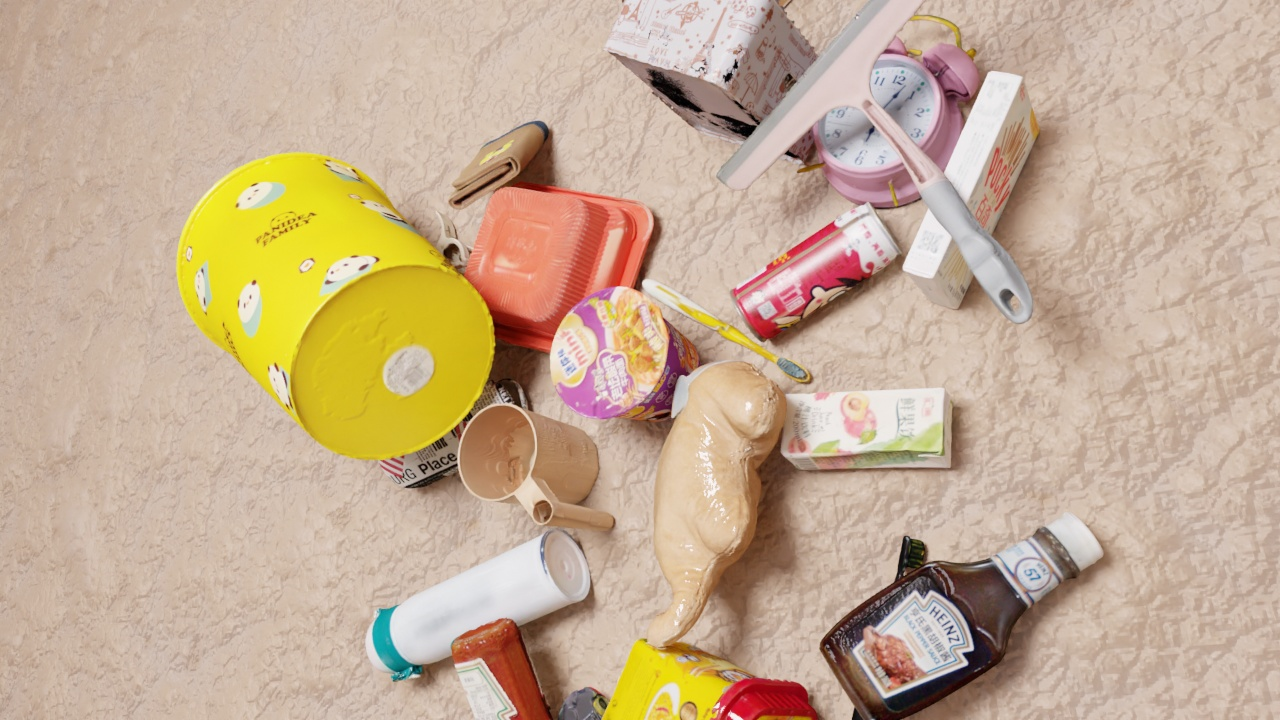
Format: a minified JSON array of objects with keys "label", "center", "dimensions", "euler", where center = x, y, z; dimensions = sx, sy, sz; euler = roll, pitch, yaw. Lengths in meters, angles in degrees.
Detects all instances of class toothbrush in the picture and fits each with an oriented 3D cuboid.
[{"label":"toothbrush","center":[0.174,0.232,0.667],"dimensions":[0.027,0.026,0.212],"euler":[16,83,-3]},{"label":"toothbrush","center":[0.069,-0.029,0.798],"dimensions":[0.191,0.018,0.016],"euler":[33,93,32]}]

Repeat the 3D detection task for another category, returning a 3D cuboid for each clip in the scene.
[{"label":"clip","center":[-0.198,-0.118,0.971],"dimensions":[0.097,0.034,0.061],"euler":[35,97,41]}]

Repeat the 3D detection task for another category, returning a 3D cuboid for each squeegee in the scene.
[{"label":"squeegee","center":[0.197,-0.124,0.636],"dimensions":[0.248,0.040,0.249],"euler":[-45,61,34]}]

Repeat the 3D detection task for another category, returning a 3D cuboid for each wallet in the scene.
[{"label":"wallet","center":[-0.142,-0.197,0.918],"dimensions":[0.090,0.033,0.115],"euler":[-25,25,23]}]

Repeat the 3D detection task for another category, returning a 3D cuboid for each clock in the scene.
[{"label":"clock","center":[0.204,-0.205,0.741],"dimensions":[0.117,0.059,0.158],"euler":[26,89,32]}]

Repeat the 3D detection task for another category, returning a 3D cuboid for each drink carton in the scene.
[{"label":"drink carton","center":[0.173,0.053,0.700],"dimensions":[0.123,0.045,0.053],"euler":[-4,64,28]}]

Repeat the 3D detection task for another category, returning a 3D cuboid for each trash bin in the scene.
[{"label":"trash bin","center":[-0.275,-0.049,0.850],"dimensions":[0.255,0.229,0.229],"euler":[34,95,44]}]

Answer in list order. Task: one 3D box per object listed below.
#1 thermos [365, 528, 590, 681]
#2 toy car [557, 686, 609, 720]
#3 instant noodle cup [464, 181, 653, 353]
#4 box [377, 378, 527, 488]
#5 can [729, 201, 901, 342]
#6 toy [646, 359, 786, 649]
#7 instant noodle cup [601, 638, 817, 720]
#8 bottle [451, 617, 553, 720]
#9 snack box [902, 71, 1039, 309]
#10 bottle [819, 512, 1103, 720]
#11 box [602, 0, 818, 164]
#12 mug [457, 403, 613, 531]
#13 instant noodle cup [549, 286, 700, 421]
[{"label":"thermos","center":[-0.154,0.227,0.833],"dimensions":[0.225,0.073,0.073],"euler":[-28,65,22]},{"label":"toy car","center":[-0.026,0.319,0.755],"dimensions":[0.049,0.031,0.106],"euler":[-47,63,11]},{"label":"instant noodle cup","center":[-0.092,-0.093,0.873],"dimensions":[0.189,0.079,0.164],"euler":[14,85,31]},{"label":"box","center":[-0.186,0.073,0.884],"dimensions":[0.164,0.081,0.074],"euler":[-27,71,19]},{"label":"can","center":[0.141,-0.071,0.746],"dimensions":[0.133,0.053,0.053],"euler":[-33,63,19]},{"label":"toy","center":[0.049,0.109,0.718],"dimensions":[0.082,0.143,0.226],"euler":[16,86,-9]},{"label":"instant noodle cup","center":[0.046,0.272,0.686],"dimensions":[0.124,0.116,0.116],"euler":[22,89,44]},{"label":"bottle","center":[-0.094,0.317,0.756],"dimensions":[0.060,0.059,0.206],"euler":[-24,85,23]},{"label":"snack box","center":[0.246,-0.122,0.680],"dimensions":[0.027,0.084,0.157],"euler":[25,91,33]},{"label":"bottle","center":[0.221,0.171,0.628],"dimensions":[0.195,0.044,0.080],"euler":[-35,68,7]},{"label":"box","center":[0.088,-0.296,0.764],"dimensions":[0.156,0.183,0.192],"euler":[30,96,32]},{"label":"mug","center":[-0.084,0.100,0.803],"dimensions":[0.084,0.103,0.124],"euler":[-50,59,10]},{"label":"instant noodle cup","center":[-0.005,0.005,0.785],"dimensions":[0.112,0.099,0.111],"euler":[-9,72,28]}]
